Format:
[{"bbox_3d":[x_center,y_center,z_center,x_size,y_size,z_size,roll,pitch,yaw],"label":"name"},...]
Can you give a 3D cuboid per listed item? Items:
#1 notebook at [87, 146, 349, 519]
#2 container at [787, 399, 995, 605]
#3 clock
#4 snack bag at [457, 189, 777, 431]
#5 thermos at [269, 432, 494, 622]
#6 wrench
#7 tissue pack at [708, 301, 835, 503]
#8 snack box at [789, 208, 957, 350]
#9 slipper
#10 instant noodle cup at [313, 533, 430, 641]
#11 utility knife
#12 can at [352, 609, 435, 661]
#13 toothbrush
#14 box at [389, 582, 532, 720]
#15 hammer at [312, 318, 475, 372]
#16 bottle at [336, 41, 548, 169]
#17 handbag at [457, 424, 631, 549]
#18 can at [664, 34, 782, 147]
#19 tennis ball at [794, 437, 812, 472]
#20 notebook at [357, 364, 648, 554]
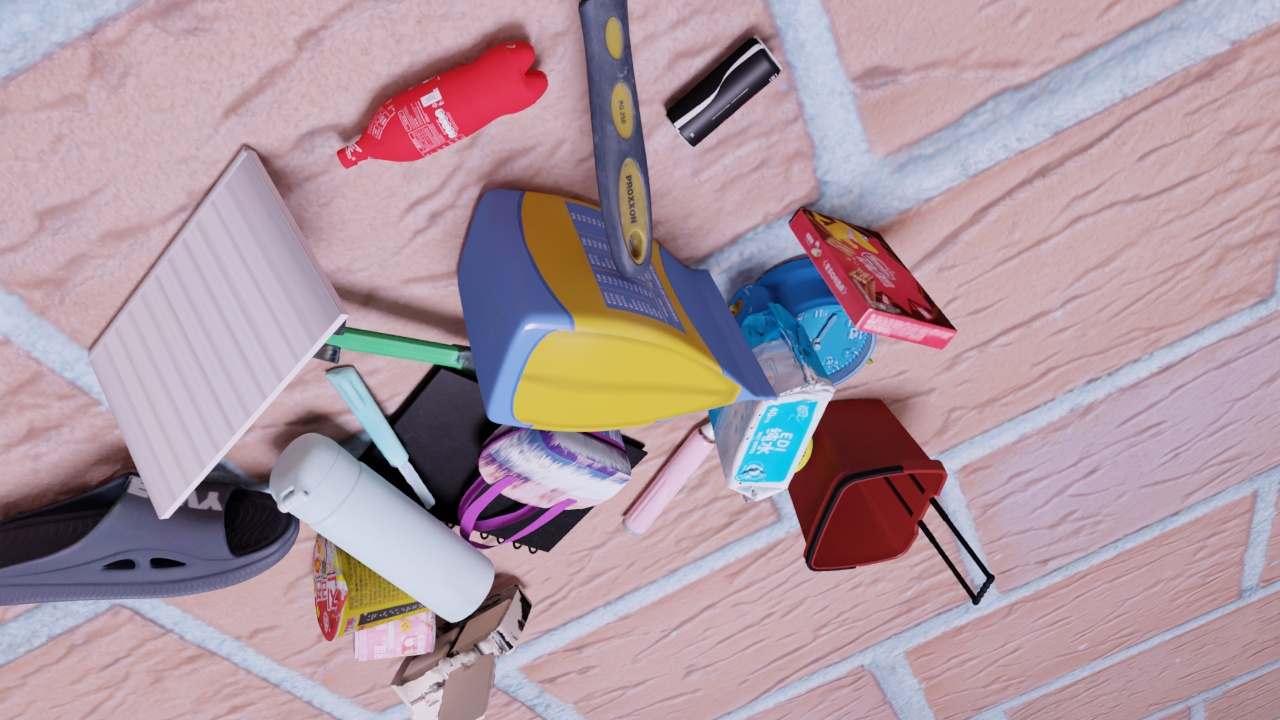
[{"bbox_3d":[-0.285,-0.016,0.600,0.210,0.142,0.009,-42,159,21],"label":"notebook"},{"bbox_3d":[0.226,0.148,0.880,0.127,0.200,0.148,-4,133,-16],"label":"container"},{"bbox_3d":[0.127,-0.023,0.785,0.161,0.060,0.117,-11,135,-6],"label":"clock"},{"bbox_3d":[-0.015,-0.031,0.659,0.205,0.158,0.102,6,129,-26],"label":"snack bag"},{"bbox_3d":[-0.215,0.141,0.773,0.065,0.077,0.207,-32,121,22],"label":"thermos"},{"bbox_3d":[-0.018,-0.182,0.552,0.073,0.022,0.274,-19,116,-26],"label":"wrench"},{"bbox_3d":[0.102,0.035,0.727,0.061,0.092,0.145,3,133,-14],"label":"tissue pack"},{"bbox_3d":[0.177,-0.065,0.712,0.089,0.132,0.021,11,126,-28],"label":"snack box"},{"bbox_3d":[-0.409,0.126,0.720,0.268,0.110,0.083,-6,117,-7],"label":"slipper"},{"bbox_3d":[-0.238,0.201,0.854,0.112,0.100,0.101,0,133,-33],"label":"instant noodle cup"},{"bbox_3d":[-0.210,0.069,0.761,0.022,0.015,0.158,-24,120,0],"label":"utility knife"},{"bbox_3d":[-0.248,0.263,0.918,0.076,0.067,0.067,-1,132,-19],"label":"can"},{"bbox_3d":[0.048,0.094,0.890,0.026,0.027,0.223,32,120,-7],"label":"toothbrush"},{"bbox_3d":[-0.170,0.327,0.920,0.145,0.186,0.101,-31,116,16],"label":"box"},{"bbox_3d":[-0.141,-0.003,0.697,0.318,0.130,0.032,11,89,-38],"label":"hammer"},{"bbox_3d":[-0.127,-0.158,0.582,0.141,0.042,0.042,-25,135,4],"label":"bottle"},{"bbox_3d":[-0.098,0.111,0.814,0.144,0.068,0.170,28,122,-37],"label":"handbag"},{"bbox_3d":[0.057,-0.184,0.629,0.081,0.031,0.031,-38,132,17],"label":"can"},{"bbox_3d":[0.132,0.079,0.878,0.065,0.065,0.065,-10,134,-11],"label":"tennis ball"},{"bbox_3d":[-0.131,0.100,0.841,0.231,0.019,0.169,26,118,-36],"label":"notebook"}]
